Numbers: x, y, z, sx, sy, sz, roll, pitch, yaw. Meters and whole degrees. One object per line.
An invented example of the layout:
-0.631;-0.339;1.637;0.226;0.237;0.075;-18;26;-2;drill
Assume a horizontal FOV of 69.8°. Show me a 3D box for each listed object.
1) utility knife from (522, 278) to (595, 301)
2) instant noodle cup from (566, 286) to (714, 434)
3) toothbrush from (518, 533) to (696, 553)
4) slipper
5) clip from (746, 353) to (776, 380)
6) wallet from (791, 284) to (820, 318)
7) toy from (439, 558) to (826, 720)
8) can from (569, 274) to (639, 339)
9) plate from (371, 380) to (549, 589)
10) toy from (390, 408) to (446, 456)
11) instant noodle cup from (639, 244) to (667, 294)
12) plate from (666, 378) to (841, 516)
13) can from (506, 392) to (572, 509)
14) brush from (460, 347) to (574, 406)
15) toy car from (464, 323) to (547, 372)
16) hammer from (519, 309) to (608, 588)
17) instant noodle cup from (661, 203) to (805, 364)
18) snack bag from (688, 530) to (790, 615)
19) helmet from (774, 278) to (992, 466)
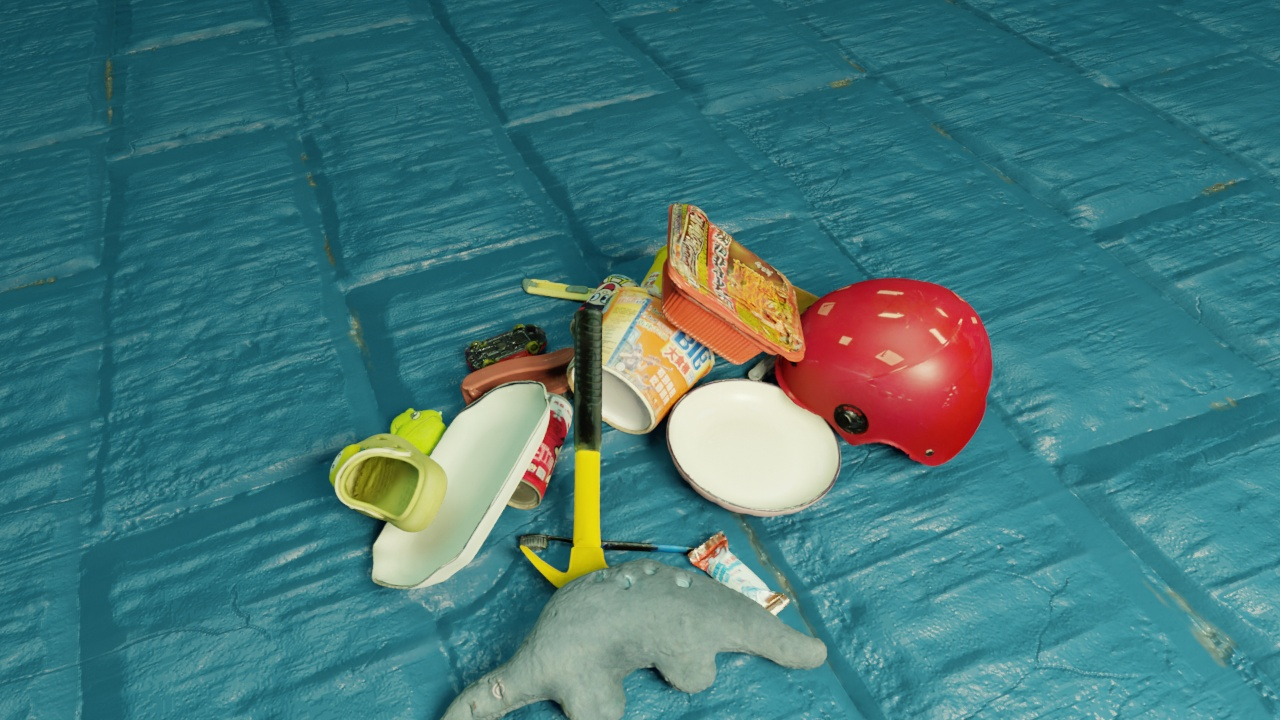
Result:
-0.076;-0.092;1.262;0.190;0.020;0.030;11;51;9;utility knife
-0.006;0.006;1.061;0.151;0.151;0.111;22;57;25;instant noodle cup
-0.034;0.194;0.953;0.189;0.014;0.016;3;45;6;toothbrush
-0.272;0.119;0.953;0.191;0.081;0.091;11;73;48;slipper
0.155;0.010;1.131;0.058;0.043;0.027;-33;52;-23;clip
0.182;-0.071;1.199;0.131;0.035;0.118;29;47;32;wallet
-0.014;0.256;0.840;0.356;0.091;0.137;-12;72;-7;toy
-0.042;-0.059;1.182;0.066;0.067;0.093;18;48;22;can
-0.180;0.131;0.963;0.162;0.034;0.264;-8;43;41;plate
-0.263;0.097;1.060;0.097;0.031;0.100;33;59;33;toy
0.048;-0.060;1.135;0.138;0.138;0.109;22;57;25;instant noodle cup
0.121;0.099;1.008;0.192;0.039;0.192;5;43;-5;plate
-0.117;0.099;1.029;0.053;0.053;0.132;7;44;11;can
-0.139;0.027;1.096;0.145;0.069;0.063;-18;46;-14;brush
-0.169;-0.013;1.169;0.106;0.031;0.049;-25;48;-20;toy car
-0.056;0.093;0.948;0.129;0.033;0.300;-1;74;2;hammer
0.092;-0.074;1.013;0.188;0.079;0.164;31;34;-19;instant noodle cup
0.097;0.217;0.909;0.048;0.026;0.104;-35;50;-14;snack bag
0.277;-0.015;1.019;0.240;0.144;0.206;18;48;13;helmet
